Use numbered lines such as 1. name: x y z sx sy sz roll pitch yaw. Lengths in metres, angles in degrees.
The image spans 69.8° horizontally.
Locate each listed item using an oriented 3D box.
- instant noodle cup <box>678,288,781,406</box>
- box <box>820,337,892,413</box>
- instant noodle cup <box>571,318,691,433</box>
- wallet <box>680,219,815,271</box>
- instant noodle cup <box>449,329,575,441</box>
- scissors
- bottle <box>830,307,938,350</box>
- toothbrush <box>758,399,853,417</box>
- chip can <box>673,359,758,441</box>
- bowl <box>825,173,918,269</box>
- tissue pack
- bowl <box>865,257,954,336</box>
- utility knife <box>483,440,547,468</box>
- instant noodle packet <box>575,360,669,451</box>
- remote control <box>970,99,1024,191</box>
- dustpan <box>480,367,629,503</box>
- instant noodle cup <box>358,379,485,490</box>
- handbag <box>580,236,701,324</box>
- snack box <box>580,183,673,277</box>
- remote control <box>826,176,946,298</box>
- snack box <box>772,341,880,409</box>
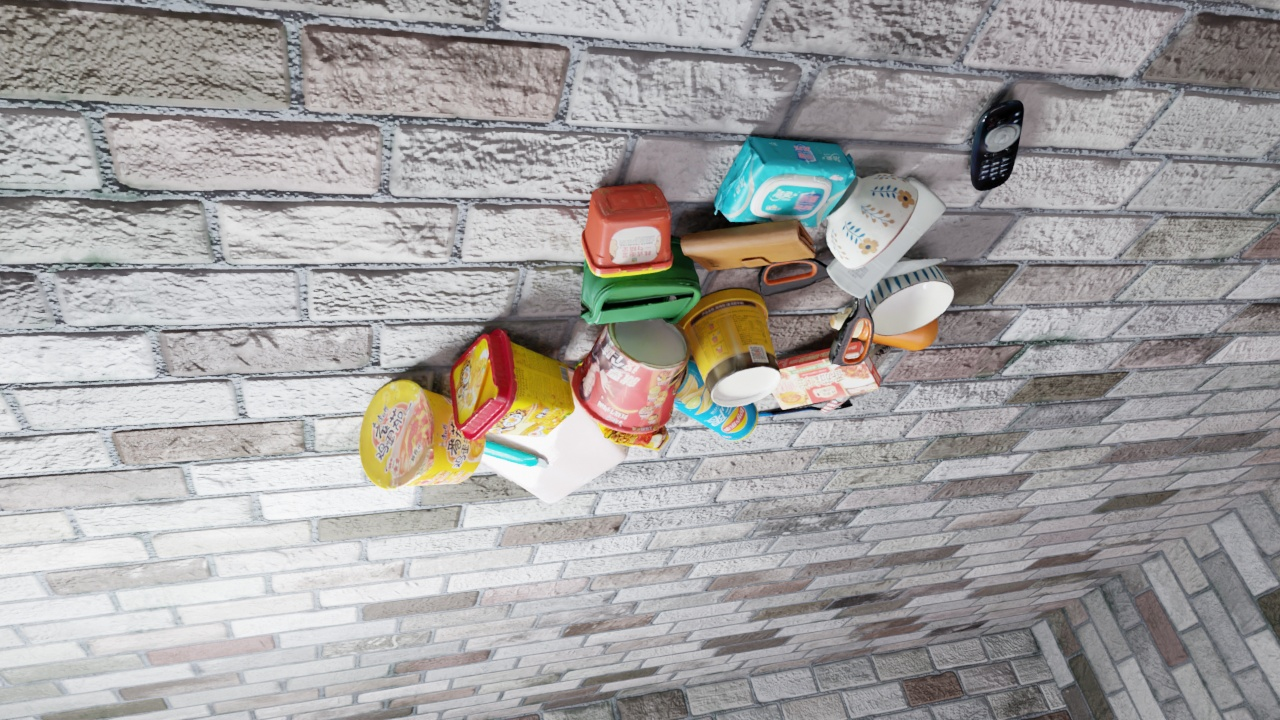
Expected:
1. instant noodle cup: 0.119 -0.012 1.178 0.118 0.114 0.119 -11 147 -7
2. box: 0.315 0.024 1.350 0.075 0.082 0.164 -1 143 -31
3. instant noodle cup: -0.007 0.007 1.146 0.137 0.137 0.109 1 137 -25
4. wallet: 0.123 -0.127 1.030 0.132 0.031 0.107 -4 171 20
5. instant noodle cup: -0.156 0.039 1.137 0.123 0.116 0.116 15 137 -38
6. scissors: 0.255 -0.096 1.128 0.221 0.021 0.234 7 117 3
7. bottle: 0.332 -0.050 1.265 0.149 0.066 0.067 3 145 -14
8. toothbrush: 0.252 0.079 1.477 0.189 0.016 0.014 -6 156 -10
9. chip can: 0.090 0.052 1.308 0.071 0.071 0.210 -29 145 22
10. bowl: 0.245 -0.164 1.018 0.062 0.113 0.114 35 130 -12
11. tissue pack: 0.150 -0.188 0.976 0.133 0.050 0.093 0 147 -21
12. bowl: 0.339 -0.091 1.193 0.116 0.066 0.117 -12 149 -7
13. utility knife: -0.208 0.124 1.279 0.166 0.013 0.029 18 130 -9
14. instant noodle packet: -0.023 0.058 1.214 0.110 0.128 0.044 16 125 -43
15. remote control: 0.394 -0.241 1.020 0.053 0.024 0.136 -16 147 4
16. dustpan: -0.123 0.089 1.336 0.223 0.138 0.273 -31 117 27
17. instant noodle cup: -0.275 0.102 1.180 0.138 0.138 0.109 -33 152 26
18. handbag: -0.004 -0.085 1.066 0.131 0.068 0.120 -4 154 -20
19. snack box: -0.012 -0.137 0.963 0.091 0.082 0.080 -7 138 -14
20. remote control: 0.287 -0.143 1.079 0.058 0.021 0.150 36 111 -13
21. snack box: 0.256 0.023 1.307 0.153 0.025 0.075 -14 124 33
